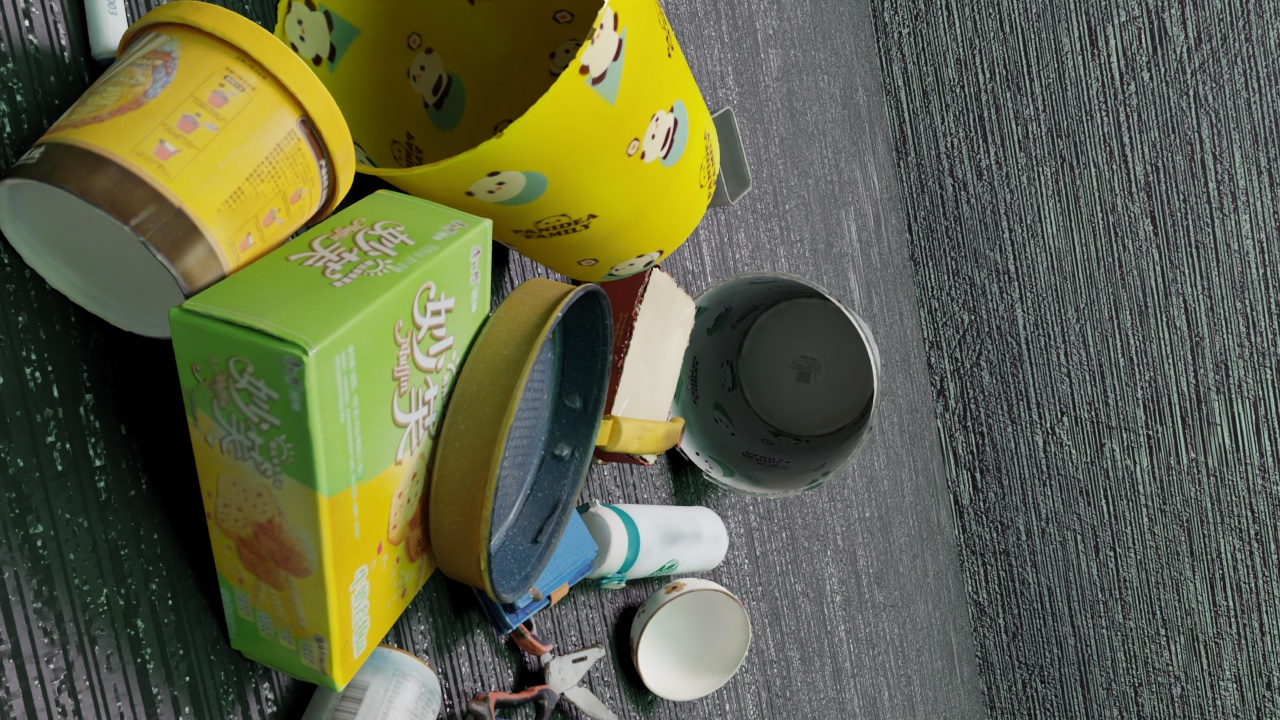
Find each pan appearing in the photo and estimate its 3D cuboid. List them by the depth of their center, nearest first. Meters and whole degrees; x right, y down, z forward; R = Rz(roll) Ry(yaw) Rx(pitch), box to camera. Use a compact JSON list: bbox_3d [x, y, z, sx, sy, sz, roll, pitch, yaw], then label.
[{"bbox_3d":[-0.033,0.052,0.633,0.357,0.078,0.197,4,101,-78],"label":"pan"}]

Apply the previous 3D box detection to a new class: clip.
[{"bbox_3d":[-0.110,0.252,0.617,0.058,0.027,0.045,-47,131,-58],"label":"clip"}]

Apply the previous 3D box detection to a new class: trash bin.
[{"bbox_3d":[-0.069,-0.180,0.624,0.255,0.230,0.229,33,53,-63],"label":"trash bin"},{"bbox_3d":[0.165,0.015,1.036,0.251,0.230,0.229,-13,94,-69],"label":"trash bin"}]

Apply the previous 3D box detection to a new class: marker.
[{"bbox_3d":[-0.268,-0.206,0.447,0.022,0.018,0.130,-7,88,-51],"label":"marker"}]

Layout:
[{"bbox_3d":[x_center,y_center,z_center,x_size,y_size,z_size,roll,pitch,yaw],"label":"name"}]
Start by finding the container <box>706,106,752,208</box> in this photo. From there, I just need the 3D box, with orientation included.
[{"bbox_3d":[0.043,-0.202,0.960,0.090,0.114,0.090,-48,124,-58],"label":"container"}]

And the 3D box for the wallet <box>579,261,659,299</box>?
[{"bbox_3d":[-0.020,-0.094,0.899,0.131,0.031,0.108,-70,144,-46],"label":"wallet"}]

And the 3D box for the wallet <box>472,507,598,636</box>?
[{"bbox_3d":[-0.086,0.128,0.667,0.106,0.040,0.132,61,23,5],"label":"wallet"}]

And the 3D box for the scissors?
[{"bbox_3d":[-0.072,0.227,0.673,0.227,0.015,0.188,61,16,-20],"label":"scissors"}]

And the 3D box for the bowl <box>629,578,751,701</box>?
[{"bbox_3d":[0.039,0.249,0.852,0.062,0.113,0.113,39,-28,65],"label":"bowl"}]

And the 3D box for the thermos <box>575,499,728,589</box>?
[{"bbox_3d":[0.008,0.166,0.830,0.224,0.073,0.073,18,66,-61],"label":"thermos"}]

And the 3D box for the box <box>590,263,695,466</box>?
[{"bbox_3d":[-0.005,0.005,0.806,0.091,0.080,0.168,40,57,-47],"label":"box"}]

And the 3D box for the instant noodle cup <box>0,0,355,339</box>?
[{"bbox_3d":[-0.212,-0.081,0.420,0.118,0.119,0.114,58,42,-38],"label":"instant noodle cup"}]

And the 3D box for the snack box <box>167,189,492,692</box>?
[{"bbox_3d":[-0.144,0.038,0.472,0.157,0.070,0.210,-55,158,-54],"label":"snack box"}]

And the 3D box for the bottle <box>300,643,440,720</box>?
[{"bbox_3d":[-0.163,0.241,0.465,0.068,0.068,0.189,60,34,-37],"label":"bottle"}]
